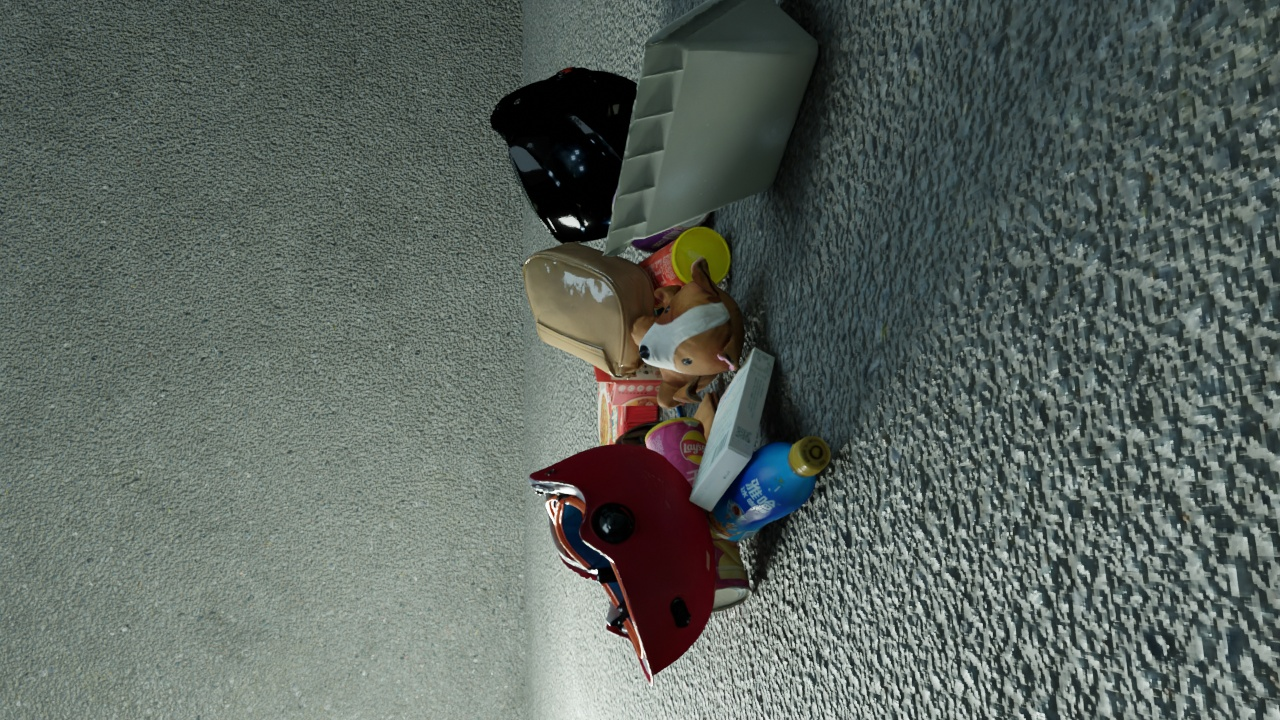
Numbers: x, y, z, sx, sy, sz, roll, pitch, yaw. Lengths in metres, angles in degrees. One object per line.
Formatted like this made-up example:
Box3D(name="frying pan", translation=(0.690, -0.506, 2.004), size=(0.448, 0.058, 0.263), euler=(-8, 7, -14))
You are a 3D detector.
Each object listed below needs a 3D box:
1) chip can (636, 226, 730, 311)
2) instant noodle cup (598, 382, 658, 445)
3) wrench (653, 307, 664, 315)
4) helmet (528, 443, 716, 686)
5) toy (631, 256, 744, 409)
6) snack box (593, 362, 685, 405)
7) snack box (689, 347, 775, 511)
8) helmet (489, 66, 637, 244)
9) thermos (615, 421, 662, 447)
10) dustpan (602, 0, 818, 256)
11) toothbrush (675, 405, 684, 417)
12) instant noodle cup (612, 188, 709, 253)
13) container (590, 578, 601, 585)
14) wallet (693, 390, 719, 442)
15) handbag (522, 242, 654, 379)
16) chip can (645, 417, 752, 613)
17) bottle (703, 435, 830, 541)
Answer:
Box3D(name="chip can", translation=(0.038, -0.107, 1.146), size=(0.217, 0.073, 0.073), euler=(162, 109, -71))
Box3D(name="instant noodle cup", translation=(-0.018, 0.067, 1.417), size=(0.194, 0.065, 0.194), euler=(180, 91, -75))
Box3D(name="wrench", translation=(0.033, -0.143, 1.272), size=(0.016, 0.056, 0.274), euler=(27, 117, 35))
Box3D(name="helmet", translation=(0.003, 0.181, 0.903), size=(0.240, 0.143, 0.207), euler=(49, 160, 38))
Box3D(name="toy", translation=(0.050, -0.024, 1.007), size=(0.140, 0.130, 0.200), euler=(67, 159, 6))
Box3D(name="snack box", translation=(-0.007, 0.007, 1.244), size=(0.113, 0.127, 0.044), euler=(-102, 19, -46))
Box3D(name="snack box", translation=(0.090, 0.064, 0.887), size=(0.085, 0.027, 0.156), euler=(-61, 3, 39))
Box3D(name="helmet", translation=(-0.064, -0.296, 1.307), size=(0.233, 0.231, 0.273), euler=(60, -137, -40))
Box3D(name="thermos", translation=(0.015, 0.158, 1.243), size=(0.093, 0.093, 0.143), euler=(-124, 28, -67))
Box3D(name="dustpan", translation=(0.055, -0.251, 0.877), size=(0.142, 0.257, 0.223), euler=(52, 146, 32))
Box3D(name="toothbrush", translation=(0.043, 0.025, 1.278), size=(0.016, 0.014, 0.189), euler=(-52, 33, 29))
Box3D(name="instant noodle cup", translation=(0.033, -0.197, 1.153), size=(0.099, 0.111, 0.111), euler=(169, 102, -67))
Box3D(name="container", translation=(-0.031, 0.274, 1.408), size=(0.090, 0.090, 0.111), euler=(-121, 37, -65))
Box3D(name="wallet", translation=(0.080, 0.109, 1.108), size=(0.116, 0.020, 0.101), euler=(108, 157, -44))
Box3D(name="handbag", translation=(-0.060, -0.071, 1.172), size=(0.205, 0.099, 0.148), euler=(26, 125, 44))
Box3D(name="chip can", translation=(0.063, 0.170, 1.024), size=(0.072, 0.071, 0.210), euler=(109, 152, -52))
Box3D(name="bottle", translation=(0.117, 0.116, 0.850), size=(0.219, 0.065, 0.065), euler=(120, 148, -64))
